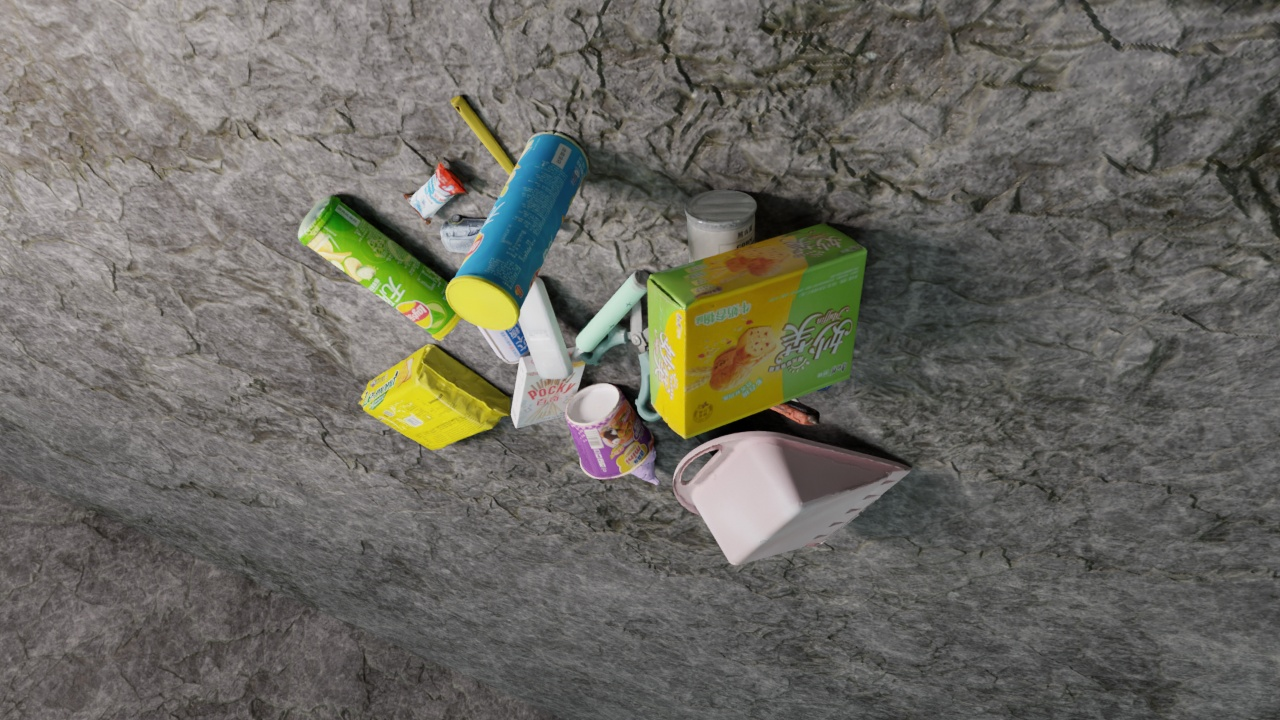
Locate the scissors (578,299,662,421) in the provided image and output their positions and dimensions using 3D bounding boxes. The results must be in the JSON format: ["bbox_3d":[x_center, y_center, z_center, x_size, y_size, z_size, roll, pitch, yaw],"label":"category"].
[{"bbox_3d":[-0.007,0.007,1.144,0.171,0.019,0.181,-21,98,48],"label":"scissors"}]

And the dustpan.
[{"bbox_3d":[0.189,0.166,1.237,0.272,0.138,0.223,-6,147,-40],"label":"dustpan"}]

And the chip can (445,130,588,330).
[{"bbox_3d":[-0.116,-0.130,0.899,0.071,0.209,0.071,14,145,9],"label":"chip can"}]

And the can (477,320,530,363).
[{"bbox_3d":[-0.185,-0.056,1.177,0.053,0.053,0.135,2,142,26],"label":"can"}]

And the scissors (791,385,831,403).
[{"bbox_3d":[0.157,0.019,1.083,0.162,0.012,0.173,31,161,-17],"label":"scissors"}]

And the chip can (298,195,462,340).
[{"bbox_3d":[-0.319,-0.116,1.148,0.221,0.072,0.073,39,142,-24],"label":"chip can"}]

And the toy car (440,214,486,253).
[{"bbox_3d":[-0.192,-0.145,1.077,0.091,0.034,0.043,4,139,20],"label":"toy car"}]

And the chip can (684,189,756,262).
[{"bbox_3d":[0.086,-0.066,0.959,0.071,0.071,0.215,9,129,17],"label":"chip can"}]

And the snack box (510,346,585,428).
[{"bbox_3d":[-0.130,0.039,1.266,0.084,0.027,0.157,-12,152,-20],"label":"snack box"}]

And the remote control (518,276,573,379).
[{"bbox_3d":[-0.124,-0.040,1.150,0.056,0.020,0.136,-2,114,40],"label":"remote control"}]

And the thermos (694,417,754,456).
[{"bbox_3d":[0.119,0.113,1.241,0.090,0.068,0.242,18,156,44],"label":"thermos"}]

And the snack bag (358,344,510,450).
[{"bbox_3d":[-0.324,0.069,1.412,0.158,0.068,0.247,38,143,-24],"label":"snack bag"}]

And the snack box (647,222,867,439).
[{"bbox_3d":[0.114,-0.031,0.902,0.070,0.209,0.158,48,148,47],"label":"snack box"}]

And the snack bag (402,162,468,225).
[{"bbox_3d":[-0.234,-0.189,1.044,0.104,0.026,0.048,-21,117,44],"label":"snack bag"}]

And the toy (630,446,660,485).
[{"bbox_3d":[-0.007,0.142,1.372,0.084,0.038,0.108,21,148,15],"label":"toy"}]

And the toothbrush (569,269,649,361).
[{"bbox_3d":[-0.054,-0.037,1.126,0.027,0.026,0.225,-6,152,-40],"label":"toothbrush"}]

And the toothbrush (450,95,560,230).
[{"bbox_3d":[-0.142,-0.203,0.983,0.016,0.016,0.190,-7,137,34],"label":"toothbrush"}]

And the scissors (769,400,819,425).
[{"bbox_3d":[0.113,0.039,1.068,0.189,0.226,0.015,12,102,6],"label":"scissors"}]

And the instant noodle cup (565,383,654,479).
[{"bbox_3d":[-0.049,0.092,1.276,0.112,0.111,0.099,-1,131,29],"label":"instant noodle cup"}]
